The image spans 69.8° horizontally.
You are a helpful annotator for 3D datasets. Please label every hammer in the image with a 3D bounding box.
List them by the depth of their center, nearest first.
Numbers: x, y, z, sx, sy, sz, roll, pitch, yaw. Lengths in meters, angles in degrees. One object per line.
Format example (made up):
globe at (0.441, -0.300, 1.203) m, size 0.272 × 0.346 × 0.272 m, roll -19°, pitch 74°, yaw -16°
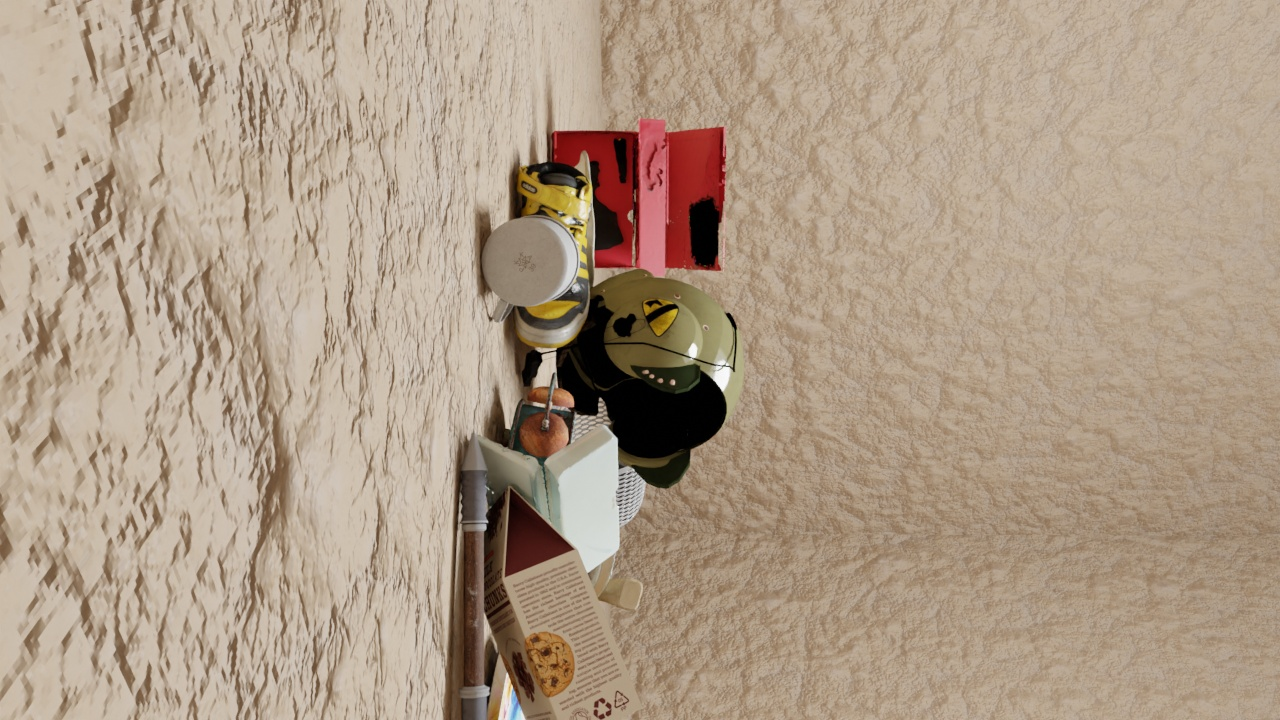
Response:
hammer at (-0.129, 0.216, 0.710) m, size 0.156 × 0.043 × 0.322 m, roll 87°, pitch 1°, yaw -78°
hammer at (-0.059, 0.298, 1.197) m, size 0.323 × 0.051 × 0.117 m, roll 147°, pitch -39°, yaw -69°

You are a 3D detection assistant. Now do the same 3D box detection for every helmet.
helmet at (-0.002, 0.007, 1.117) m, size 0.251 × 0.256 × 0.232 m, roll 91°, pitch 3°, yaw -46°

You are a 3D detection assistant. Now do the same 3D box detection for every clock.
clock at (-0.105, 0.086, 0.914) m, size 0.121 × 0.073 × 0.158 m, roll -88°, pitch -171°, yaw -62°

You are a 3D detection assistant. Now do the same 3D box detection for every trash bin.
trash bin at (-0.063, 0.154, 1.380) m, size 0.184 × 0.156 × 0.156 m, roll 93°, pitch -2°, yaw -50°

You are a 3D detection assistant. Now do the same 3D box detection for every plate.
plate at (-0.131, 0.371, 0.881) m, size 0.187 × 0.016 × 0.186 m, roll 89°, pitch 5°, yaw -50°

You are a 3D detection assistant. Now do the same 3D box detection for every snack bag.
snack bag at (-0.085, 0.215, 0.785) m, size 0.206 × 0.069 × 0.095 m, roll 66°, pitch -29°, yaw 14°

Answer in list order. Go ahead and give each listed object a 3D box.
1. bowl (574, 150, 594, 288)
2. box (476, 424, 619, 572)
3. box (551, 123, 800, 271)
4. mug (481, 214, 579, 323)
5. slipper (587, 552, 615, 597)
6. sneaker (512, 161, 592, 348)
bowl at (-0.100, -0.167, 1.220) m, size 0.188 × 0.060 × 0.219 m, roll -115°, pitch -156°, yaw -67°
box at (-0.080, 0.129, 0.835) m, size 0.198 × 0.122 × 0.077 m, roll 91°, pitch 16°, yaw -49°
box at (0.048, -0.241, 1.379) m, size 0.123 × 0.378 × 0.211 m, roll -35°, pitch 126°, yaw -76°
mug at (-0.110, -0.081, 0.858) m, size 0.113 × 0.084 × 0.070 m, roll -58°, pitch -178°, yaw 10°
slipper at (-0.090, 0.262, 1.151) m, size 0.264 × 0.052 × 0.114 m, roll 129°, pitch -29°, yaw -58°
sneaker at (-0.097, -0.130, 1.020) m, size 0.238 × 0.086 × 0.122 m, roll -95°, pitch -171°, yaw -45°
